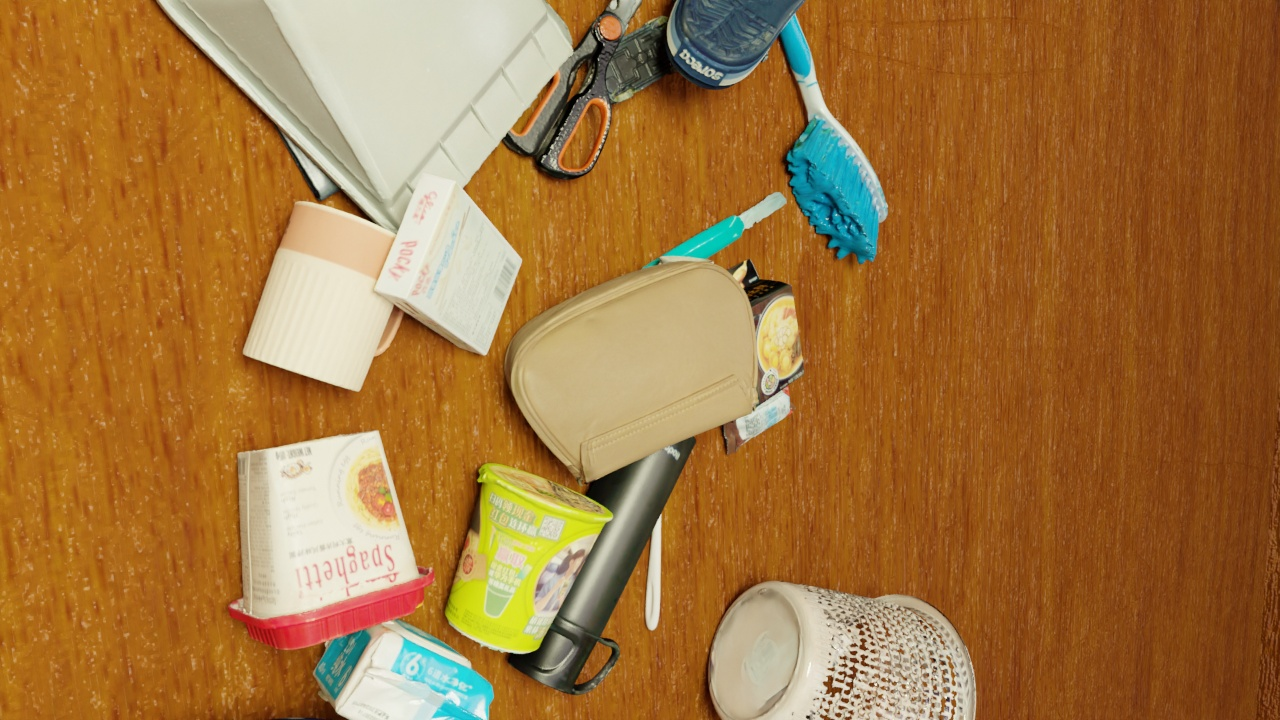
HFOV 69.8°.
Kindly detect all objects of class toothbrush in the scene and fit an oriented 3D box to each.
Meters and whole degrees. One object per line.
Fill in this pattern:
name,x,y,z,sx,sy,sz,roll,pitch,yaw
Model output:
toothbrush,0.017,0.169,0.876,0.016,0.016,0.180,0,95,-46

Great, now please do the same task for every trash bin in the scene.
trash bin,0.185,0.322,0.926,0.192,0.228,0.227,27,78,-27

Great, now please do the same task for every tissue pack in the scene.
tissue pack,-0.160,0.215,0.622,0.090,0.140,0.063,35,71,-20

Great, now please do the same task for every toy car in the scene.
toy car,-0.005,-0.258,0.790,0.105,0.031,0.049,-37,110,-28

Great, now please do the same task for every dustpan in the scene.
dustpan,-0.198,-0.253,0.622,0.222,0.143,0.258,-56,149,-20

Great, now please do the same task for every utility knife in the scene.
utility knife,0.070,-0.115,0.885,0.218,0.013,0.029,-33,114,-30

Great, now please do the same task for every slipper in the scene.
slipper,0.085,-0.316,0.809,0.105,0.095,0.252,32,54,-13

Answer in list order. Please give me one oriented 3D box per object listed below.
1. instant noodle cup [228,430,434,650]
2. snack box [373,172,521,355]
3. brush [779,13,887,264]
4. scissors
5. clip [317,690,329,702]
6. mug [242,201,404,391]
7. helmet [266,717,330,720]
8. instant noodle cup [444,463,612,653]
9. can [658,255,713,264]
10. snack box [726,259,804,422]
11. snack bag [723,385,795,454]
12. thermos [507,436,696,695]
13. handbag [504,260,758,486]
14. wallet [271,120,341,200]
instant noodle cup,-0.214,0.115,0.616,0.116,0.117,0.124,-10,90,-39
snack box,-0.131,-0.063,0.656,0.157,0.027,0.084,53,56,-73
brush,0.176,-0.245,0.938,0.314,0.061,0.109,50,59,-30
scissors,-0.023,-0.250,0.752,0.234,0.022,0.139,-41,108,-12
clip,-0.191,0.253,0.698,0.100,0.035,0.074,39,72,-32
mug,-0.203,-0.038,0.627,0.114,0.082,0.106,35,72,-69
helmet,-0.219,0.334,0.518,0.315,0.247,0.240,56,39,-75
instant noodle cup,-0.096,0.158,0.724,0.111,0.112,0.123,23,88,-40
can,0.036,-0.026,0.832,0.053,0.053,0.133,-6,105,-40
snack box,0.101,-0.021,0.904,0.113,0.053,0.126,-31,120,-34
snack bag,0.124,0.056,0.944,0.105,0.026,0.045,-29,123,-33
thermos,-0.025,0.168,0.804,0.090,0.068,0.242,33,75,-25
handbag,-0.004,0.004,0.757,0.204,0.100,0.148,-22,103,-7
wallet,-0.213,-0.186,0.633,0.097,0.019,0.121,-40,117,-29
